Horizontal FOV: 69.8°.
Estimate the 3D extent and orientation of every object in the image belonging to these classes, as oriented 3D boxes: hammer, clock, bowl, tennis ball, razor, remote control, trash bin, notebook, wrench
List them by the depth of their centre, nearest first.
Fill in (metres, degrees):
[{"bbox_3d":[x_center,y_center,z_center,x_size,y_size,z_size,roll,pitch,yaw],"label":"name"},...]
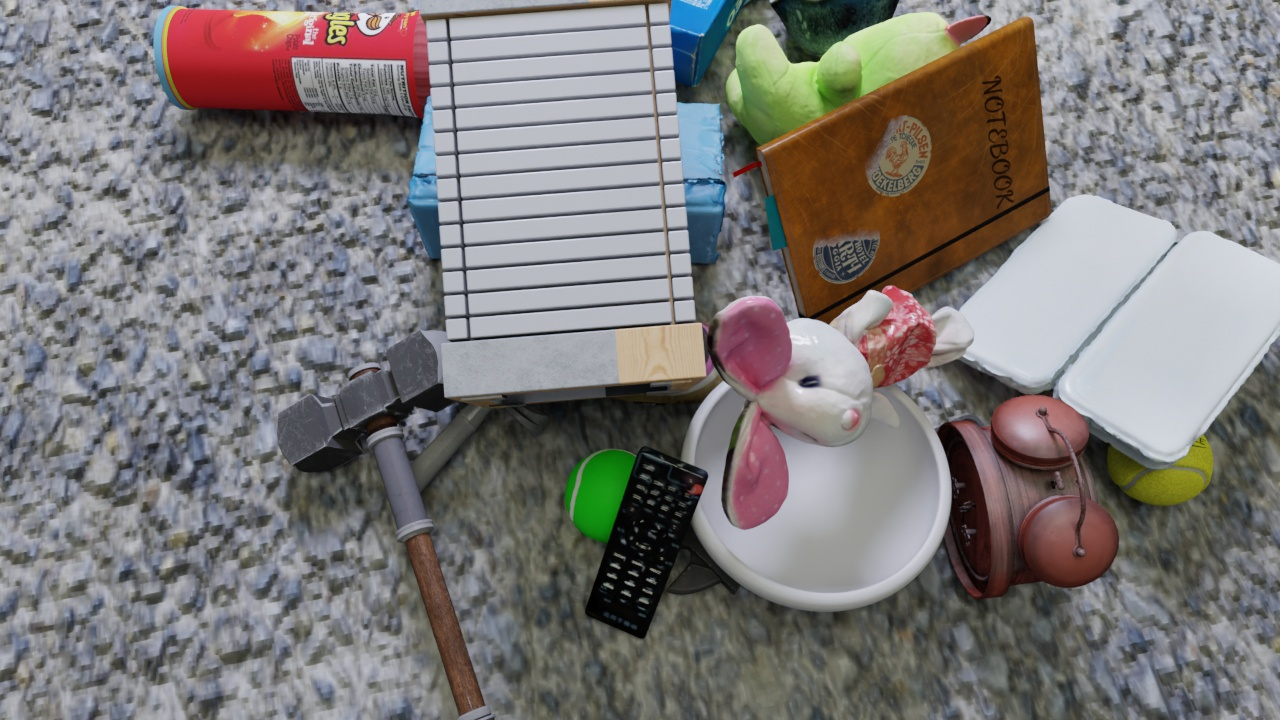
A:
[{"bbox_3d":[-0.046,-0.100,0.578,0.142,0.142,0.247,-5,85,-1],"label":"trash bin"},{"bbox_3d":[0.247,0.090,0.596,0.072,0.158,0.120,-7,70,2],"label":"clock"},{"bbox_3d":[-0.135,0.147,0.597,0.156,0.043,0.322,-28,70,13],"label":"hammer"},{"bbox_3d":[0.003,0.120,0.600,0.047,0.151,0.022,22,33,7],"label":"remote control"},{"bbox_3d":[0.114,0.086,0.623,0.176,0.066,0.176,0,62,-1],"label":"bowl"},{"bbox_3d":[-0.020,0.094,0.636,0.065,0.065,0.065,0,70,-1],"label":"tennis ball"},{"bbox_3d":[0.370,0.071,0.654,0.065,0.065,0.065,0,70,-1],"label":"tennis ball"},{"bbox_3d":[-0.137,0.056,0.664,0.088,0.047,0.116,40,81,12],"label":"razor"},{"bbox_3d":[0.132,0.098,0.665,0.273,0.018,0.073,-22,69,-11],"label":"wrench"},{"bbox_3d":[0.201,-0.121,0.688,0.249,0.178,0.014,-28,31,-11],"label":"notebook"},{"bbox_3d":[0.168,-0.291,0.778,0.110,0.110,0.055,-12,114,-6],"label":"bowl"}]

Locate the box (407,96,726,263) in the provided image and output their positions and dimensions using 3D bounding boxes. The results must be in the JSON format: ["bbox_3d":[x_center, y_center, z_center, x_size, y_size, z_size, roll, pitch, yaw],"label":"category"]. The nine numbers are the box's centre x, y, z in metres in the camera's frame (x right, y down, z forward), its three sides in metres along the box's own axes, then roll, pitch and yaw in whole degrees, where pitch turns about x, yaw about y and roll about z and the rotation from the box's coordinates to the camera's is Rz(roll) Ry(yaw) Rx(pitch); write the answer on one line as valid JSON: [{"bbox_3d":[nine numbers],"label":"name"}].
[{"bbox_3d":[-0.053,-0.142,0.710,0.231,0.094,0.111,1,68,0],"label":"box"}]

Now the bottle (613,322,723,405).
[{"bbox_3d":[-0.004,0.004,0.673,0.166,0.060,0.059,-3,70,-2],"label":"bottle"}]

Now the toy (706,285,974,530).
[{"bbox_3d":[0.121,0.010,0.570,0.193,0.159,0.084,-19,32,-27],"label":"toy"}]

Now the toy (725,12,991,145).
[{"bbox_3d":[0.168,-0.212,0.719,0.197,0.150,0.107,-2,86,-1],"label":"toy"}]

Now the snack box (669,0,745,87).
[{"bbox_3d":[0.003,-0.359,0.788,0.195,0.056,0.238,23,61,7],"label":"snack box"}]

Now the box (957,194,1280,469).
[{"bbox_3d":[0.354,-0.035,0.677,0.209,0.045,0.191,-40,55,-18],"label":"box"}]

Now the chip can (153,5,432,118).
[{"bbox_3d":[-0.268,-0.242,0.745,0.213,0.087,0.087,2,70,0],"label":"chip can"}]

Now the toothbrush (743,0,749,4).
[{"bbox_3d":[0.085,-0.318,0.818,0.155,0.016,0.022,-29,83,-11],"label":"toothbrush"}]
